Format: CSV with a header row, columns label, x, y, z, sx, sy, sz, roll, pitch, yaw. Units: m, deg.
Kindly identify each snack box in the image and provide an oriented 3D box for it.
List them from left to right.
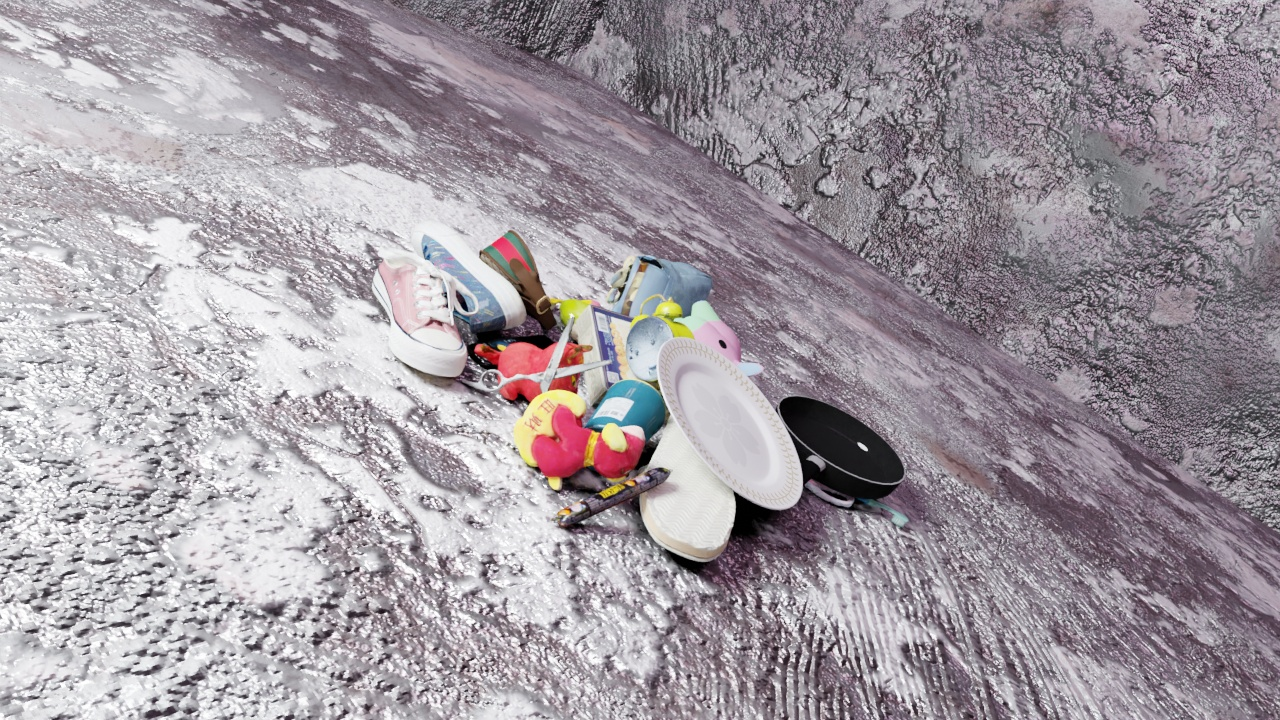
label,x,y,z,sx,sy,sz,roll,pitch,yaw
snack box,-0.007,0.007,1.212,0.145,0.043,0.144,16,44,-32

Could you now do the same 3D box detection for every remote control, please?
label,x,y,z,sx,sy,sz,roll,pitch,yaw
remote control,-0.157,-0.012,1.157,0.041,0.020,0.151,39,24,24

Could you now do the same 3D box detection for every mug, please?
label,x,y,z,sx,sy,sz,roll,pitch,yaw
mug,-0.025,0.077,1.050,0.078,0.078,0.121,31,25,6

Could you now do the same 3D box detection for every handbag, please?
label,x,y,z,sx,sy,sz,roll,pitch,yaw
handbag,-0.156,-0.102,1.235,0.138,0.063,0.167,51,-12,-3
handbag,0.025,-0.114,1.486,0.119,0.122,0.191,30,18,32

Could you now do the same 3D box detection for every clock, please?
label,x,y,z,sx,sy,sz,roll,pitch,yaw
clock,0.023,-0.027,1.162,0.057,0.083,0.119,2,69,-47

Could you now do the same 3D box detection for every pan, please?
label,x,y,z,sx,sy,sz,roll,pitch,yaw
pan,0.245,0.138,1.251,0.204,0.044,0.354,35,25,18

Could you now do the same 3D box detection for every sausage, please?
label,x,y,z,sx,sy,sz,roll,pitch,yaw
sausage,-0.025,0.136,0.925,0.155,0.020,0.020,-19,48,-35

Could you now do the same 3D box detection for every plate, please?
label,x,y,z,sx,sy,sz,roll,pitch,yaw
plate,0.104,0.074,1.086,0.242,0.016,0.242,35,30,-25

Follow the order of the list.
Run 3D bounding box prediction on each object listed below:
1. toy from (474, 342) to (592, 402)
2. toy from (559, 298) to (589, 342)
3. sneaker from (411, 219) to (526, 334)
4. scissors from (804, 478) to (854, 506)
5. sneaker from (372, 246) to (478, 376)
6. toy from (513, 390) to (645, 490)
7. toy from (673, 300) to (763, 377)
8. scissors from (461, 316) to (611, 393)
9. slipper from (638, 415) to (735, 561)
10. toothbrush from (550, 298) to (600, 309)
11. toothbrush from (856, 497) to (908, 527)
label,x,y,z,sx,sy,sz,roll,pitch,yaw
toy,-0.124,-0.002,1.073,0.133,0.094,0.088,25,21,-5
toy,-0.070,-0.046,1.313,0.092,0.043,0.117,18,26,-32
sneaker,-0.245,-0.102,1.201,0.079,0.088,0.235,-31,51,-26
scissors,0.223,0.161,1.253,0.168,0.014,0.170,33,21,10
sneaker,-0.253,-0.070,1.072,0.118,0.088,0.241,12,26,-37
toy,-0.068,0.088,0.957,0.137,0.105,0.067,18,-21,11
toy,0.108,0.000,1.353,0.171,0.120,0.222,62,9,23
scissors,-0.118,0.020,1.028,0.175,0.141,0.014,0,-10,9
slipper,0.055,0.138,1.035,0.114,0.054,0.272,23,26,-5
toothbrush,-0.103,-0.085,1.403,0.021,0.016,0.135,37,20,25
toothbrush,0.316,0.193,1.297,0.135,0.017,0.022,32,22,15
